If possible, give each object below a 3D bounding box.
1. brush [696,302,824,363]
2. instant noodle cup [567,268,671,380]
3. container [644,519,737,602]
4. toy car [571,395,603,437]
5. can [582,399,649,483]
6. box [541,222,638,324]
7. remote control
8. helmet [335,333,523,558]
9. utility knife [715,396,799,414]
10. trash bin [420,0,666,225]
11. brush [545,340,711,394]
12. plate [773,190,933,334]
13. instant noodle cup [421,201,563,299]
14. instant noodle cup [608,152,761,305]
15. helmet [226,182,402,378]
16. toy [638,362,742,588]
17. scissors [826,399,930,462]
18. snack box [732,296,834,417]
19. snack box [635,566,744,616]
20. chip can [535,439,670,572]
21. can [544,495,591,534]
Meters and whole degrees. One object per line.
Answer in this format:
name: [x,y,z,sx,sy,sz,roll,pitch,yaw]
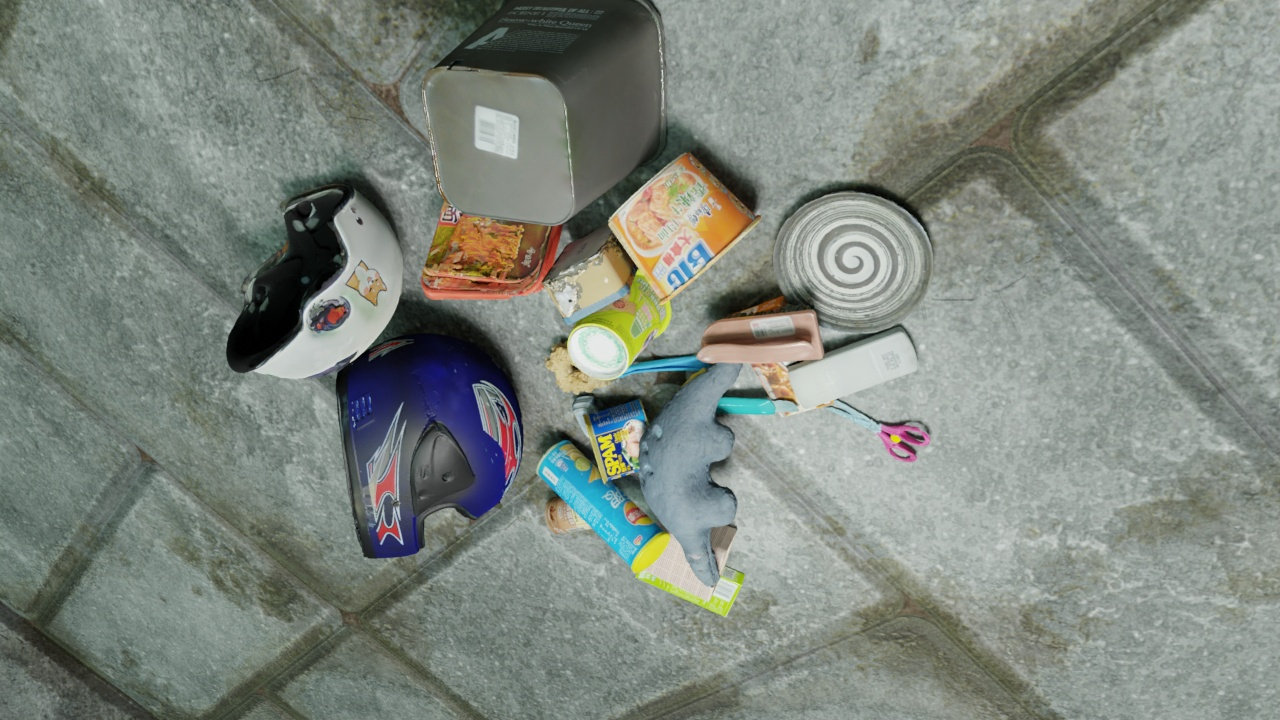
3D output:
brush: [0.139,-0.024,1.080,0.146,0.072,0.063,-4,122,25]
instant noodle cup: [-0.032,-0.041,1.139,0.112,0.123,0.112,11,126,15]
container: [0.070,0.278,1.337,0.111,0.089,0.090,20,112,11]
toy car: [-0.065,0.091,1.305,0.043,0.034,0.090,-14,118,26]
can: [-0.026,0.111,1.268,0.083,0.057,0.102,-17,121,-4]
box: [-0.053,-0.110,1.073,0.090,0.184,0.061,-25,106,18]
remote control: [0.255,0.009,1.103,0.150,0.021,0.058,-21,112,17]
helmet: [-0.283,0.118,1.274,0.240,0.247,0.316,-5,114,-11]
utility knife: [0.124,0.060,1.201,0.182,0.013,0.029,0,122,36]
trash bin: [-0.100,-0.261,0.953,0.199,0.219,0.199,10,126,18]
brush: [-0.007,0.007,1.223,0.255,0.045,0.083,-2,118,19]
plate: [0.241,-0.111,1.043,0.179,0.024,0.180,10,125,15]
instant noodle cup: [-0.167,-0.146,1.111,0.165,0.188,0.079,3,156,22]
instant noodle cup: [0.043,-0.152,1.024,0.111,0.151,0.152,49,127,-5]
helmet: [-0.406,-0.088,1.201,0.156,0.273,0.230,28,169,-42]
toy: [0.064,0.145,1.212,0.138,0.091,0.357,6,111,13]
scissors: [0.296,0.090,1.170,0.137,0.017,0.074,22,138,12]
snack box: [0.177,-0.002,1.143,0.075,0.026,0.154,-19,114,31]
snack box: [0.075,0.334,1.422,0.156,0.026,0.086,21,129,7]
chip can: [-0.055,0.204,1.304,0.210,0.071,0.071,41,134,25]
can: [-0.086,0.228,1.392,0.116,0.058,0.058,-15,116,30]
